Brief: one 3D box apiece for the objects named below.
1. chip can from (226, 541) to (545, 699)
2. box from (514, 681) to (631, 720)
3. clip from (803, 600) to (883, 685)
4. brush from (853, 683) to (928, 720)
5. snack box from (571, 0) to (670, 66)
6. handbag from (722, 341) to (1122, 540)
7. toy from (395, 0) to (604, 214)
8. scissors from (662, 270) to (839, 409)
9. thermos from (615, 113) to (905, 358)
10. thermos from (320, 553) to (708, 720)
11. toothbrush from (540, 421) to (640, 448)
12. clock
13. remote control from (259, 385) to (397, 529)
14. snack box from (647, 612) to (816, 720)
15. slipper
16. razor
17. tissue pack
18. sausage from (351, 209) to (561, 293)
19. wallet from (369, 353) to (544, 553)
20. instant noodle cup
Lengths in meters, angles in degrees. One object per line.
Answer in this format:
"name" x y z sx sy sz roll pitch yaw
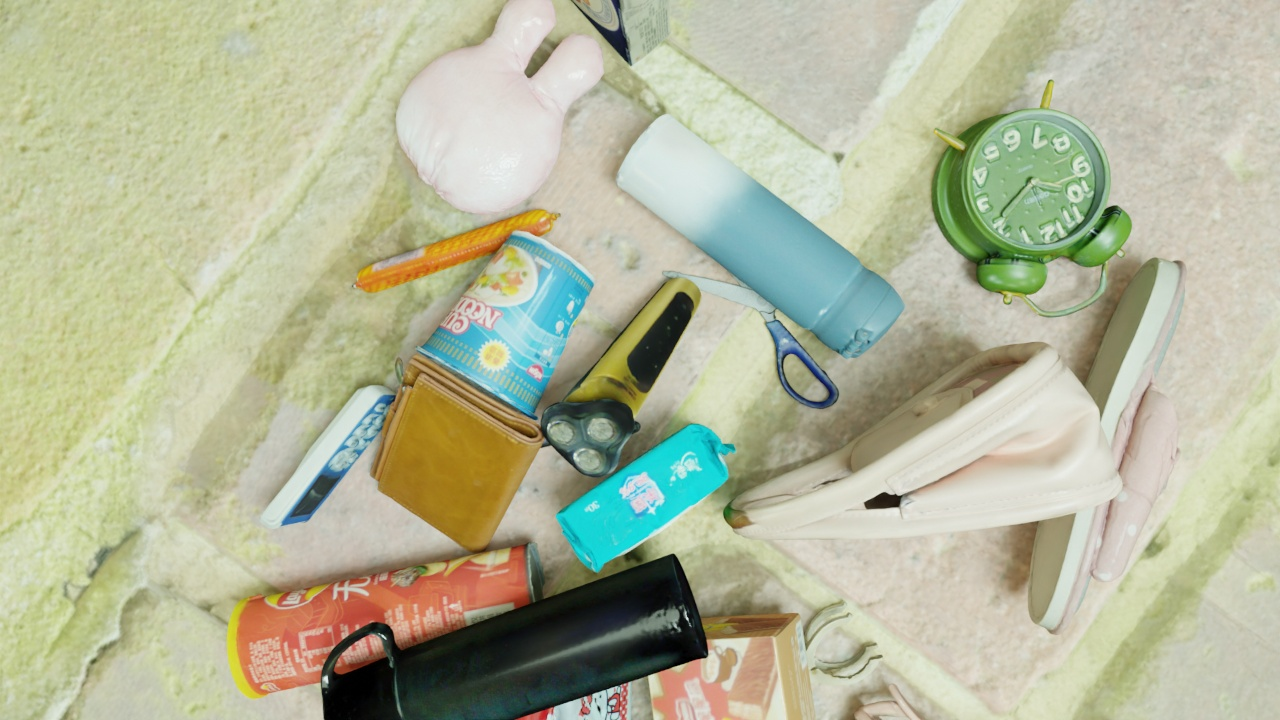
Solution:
"chip can" -0.176 0.184 0.654 0.216 0.073 0.073 -12 89 1
"box" -0.069 0.313 0.669 0.095 0.100 0.201 2 88 42
"clip" 0.136 0.232 0.671 0.086 0.035 0.104 34 94 2
"brush" 0.210 0.300 0.655 0.145 0.063 0.073 45 94 3
"snack box" -0.055 -0.299 0.606 0.046 0.178 0.182 -42 88 3
"handbag" 0.167 0.071 0.604 0.234 0.193 0.093 -23 87 10
"toy" -0.101 -0.185 0.667 0.121 0.054 0.159 44 93 -1
"scissors" 0.107 -0.040 0.686 0.163 0.012 0.162 -18 88 2
"thermos" 0.086 -0.086 0.653 0.220 0.070 0.070 38 89 5
"thermos" -0.084 0.186 0.588 0.242 0.068 0.090 -19 109 3
"toothbrush" -0.093 0.062 0.684 0.189 0.017 0.014 -8 89 2
"clock" 0.283 -0.110 0.662 0.116 0.056 0.161 -23 89 1
"remote control" -0.224 0.070 0.669 0.024 0.049 0.125 38 89 8
"snack box" 0.063 0.230 0.633 0.094 0.077 0.092 -10 84 21
"slipper" 0.333 0.060 0.634 0.054 0.114 0.274 19 83 13
"razor" -0.004 0.004 0.635 0.062 0.068 0.167 48 54 -18
"tissue pack" 0.007 0.092 0.644 0.133 0.093 0.050 -34 85 0
"sausage" -0.137 -0.082 0.683 0.165 0.021 0.021 -18 89 1
"wallet" -0.140 0.066 0.643 0.119 0.035 0.131 34 129 4
"instant noodle cup" -0.089 -0.029 0.652 0.099 0.099 0.110 30 82 1
